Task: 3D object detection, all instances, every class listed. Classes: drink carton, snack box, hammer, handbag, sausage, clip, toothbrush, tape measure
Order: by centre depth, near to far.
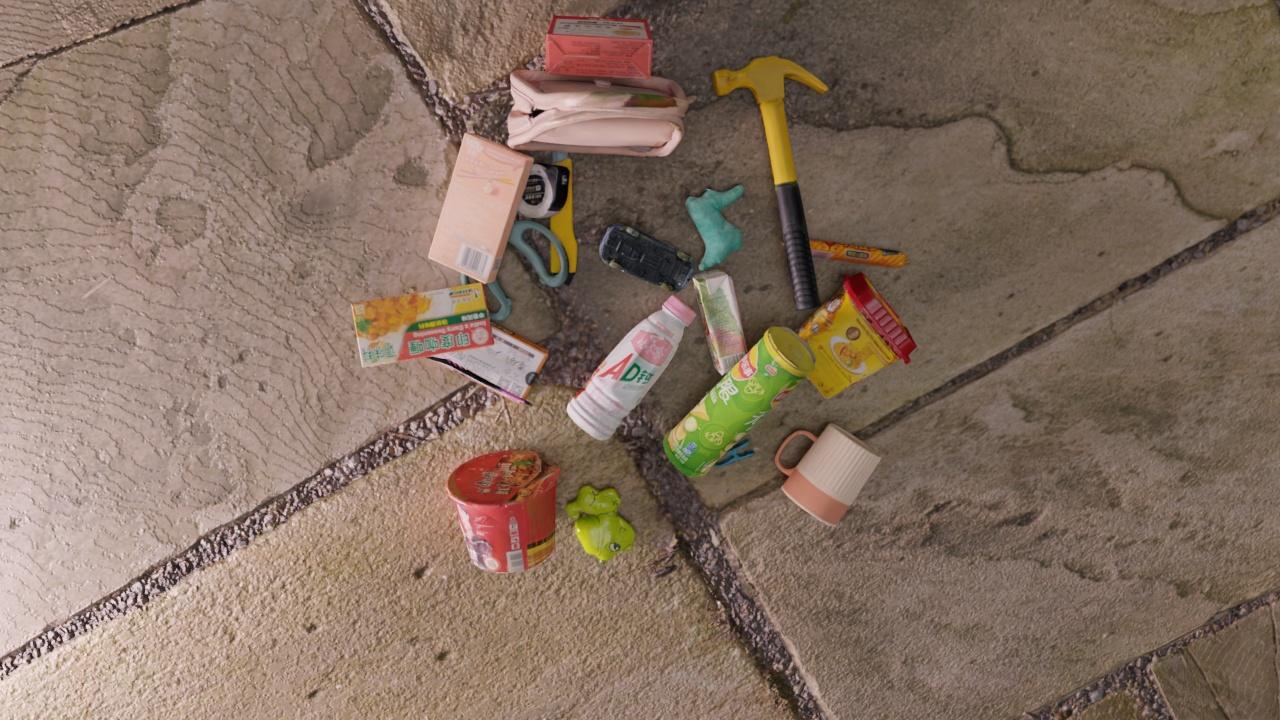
[{"bbox_3d":[-0.037,-0.263,0.970,0.193,0.234,0.093,-1,104,-13],"label":"handbag"},{"bbox_3d":[-0.046,-0.349,1.018,0.113,0.127,0.044,2,119,-3],"label":"snack box"},{"bbox_3d":[-0.188,-0.178,1.077,0.084,0.026,0.157,25,107,12],"label":"snack box"},{"bbox_3d":[-0.120,-0.201,1.081,0.066,0.033,0.066,16,105,23],"label":"tape measure"},{"bbox_3d":[0.174,-0.209,1.091,0.129,0.033,0.301,-11,97,0],"label":"hammer"},{"bbox_3d":[-0.258,-0.042,1.093,0.155,0.027,0.077,-10,90,-6],"label":"snack box"},{"bbox_3d":[-0.216,0.010,1.122,0.189,0.014,0.018,27,93,-8],"label":"toothbrush"},{"bbox_3d":[0.101,-0.049,1.130,0.045,0.053,0.122,-15,105,-1],"label":"drink carton"},{"bbox_3d":[0.253,-0.133,1.133,0.165,0.021,0.021,7,103,-5],"label":"sausage"},{"bbox_3d":[-0.198,-0.013,1.139,0.153,0.026,0.075,28,102,-8],"label":"snack box"},{"bbox_3d":[0.120,0.123,1.195,0.057,0.014,0.047,-21,106,3],"label":"clip"}]

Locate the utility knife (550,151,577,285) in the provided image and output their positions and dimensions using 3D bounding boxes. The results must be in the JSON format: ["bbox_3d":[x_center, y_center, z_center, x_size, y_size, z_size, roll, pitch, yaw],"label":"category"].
[{"bbox_3d":[-0.093,-0.197,1.103,0.033,0.015,0.216,-1,104,-6],"label":"utility knife"}]

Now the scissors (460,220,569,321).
[{"bbox_3d":[-0.155,-0.140,1.107,0.171,0.019,0.177,-10,99,10],"label":"scissors"}]

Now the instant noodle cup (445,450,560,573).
[{"bbox_3d":[-0.167,0.190,1.140,0.138,0.137,0.109,-4,112,-2],"label":"instant noodle cup"}]

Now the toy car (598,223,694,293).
[{"bbox_3d":[0.008,-0.125,1.117,0.120,0.037,0.054,22,101,-18],"label":"toy car"}]

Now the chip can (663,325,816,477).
[{"bbox_3d":[0.114,0.055,1.111,0.072,0.072,0.222,35,122,-10],"label":"chip can"}]

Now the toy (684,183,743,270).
[{"bbox_3d":[0.093,-0.169,1.113,0.096,0.030,0.092,-32,105,-1],"label":"toy"}]

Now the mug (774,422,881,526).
[{"bbox_3d":[0.233,0.136,1.176,0.114,0.081,0.106,36,99,19],"label":"mug"}]

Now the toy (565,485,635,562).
[{"bbox_3d":[-0.052,0.214,1.200,0.096,0.031,0.100,8,99,-5],"label":"toy"}]

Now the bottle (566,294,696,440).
[{"bbox_3d":[-0.007,0.007,1.134,0.068,0.068,0.197,39,96,-11],"label":"bottle"}]

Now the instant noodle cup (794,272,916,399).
[{"bbox_3d":[0.252,-0.026,1.119,0.124,0.116,0.116,-38,103,18],"label":"instant noodle cup"}]
